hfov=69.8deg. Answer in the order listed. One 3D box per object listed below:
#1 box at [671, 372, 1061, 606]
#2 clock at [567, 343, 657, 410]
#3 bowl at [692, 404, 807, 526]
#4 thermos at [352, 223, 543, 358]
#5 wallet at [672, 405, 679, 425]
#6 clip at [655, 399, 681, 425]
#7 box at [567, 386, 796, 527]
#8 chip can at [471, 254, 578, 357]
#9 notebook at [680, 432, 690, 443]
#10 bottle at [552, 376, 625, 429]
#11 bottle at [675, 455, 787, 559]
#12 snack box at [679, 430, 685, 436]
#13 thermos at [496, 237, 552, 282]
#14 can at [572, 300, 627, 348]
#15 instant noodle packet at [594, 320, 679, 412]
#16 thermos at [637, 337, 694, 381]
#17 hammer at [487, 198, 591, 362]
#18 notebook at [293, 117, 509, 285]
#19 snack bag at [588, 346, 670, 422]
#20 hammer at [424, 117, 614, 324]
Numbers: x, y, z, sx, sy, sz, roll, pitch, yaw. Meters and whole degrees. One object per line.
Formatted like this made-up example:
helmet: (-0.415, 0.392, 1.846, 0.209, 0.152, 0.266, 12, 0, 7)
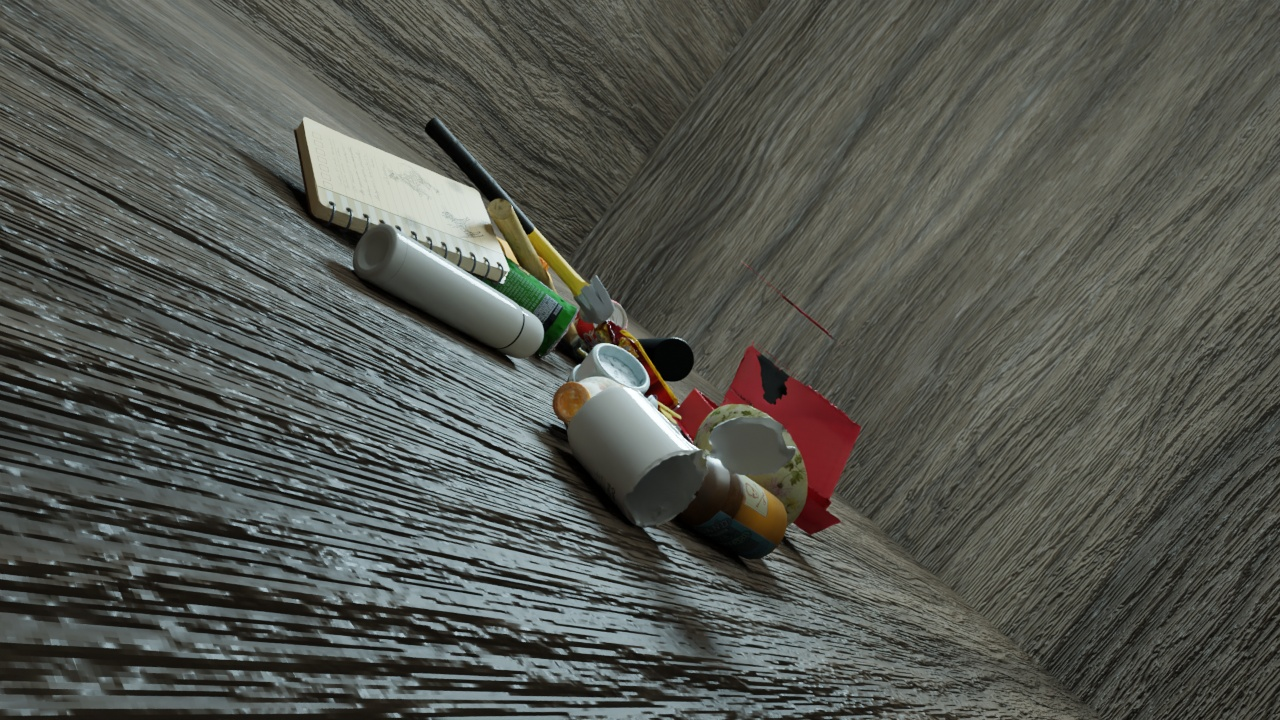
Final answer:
box: (0.229, 0.121, 1.054, 0.215, 0.141, 0.512, 37, -12, -20)
clock: (-0.027, 0.036, 1.005, 0.083, 0.057, 0.117, 4, 43, -48)
bowl: (0.098, 0.124, 0.958, 0.145, 0.145, 0.063, 40, 42, 21)
thermos: (-0.172, -0.058, 0.874, 0.052, 0.052, 0.224, 42, 5, 36)
wallet: (0.013, 0.059, 1.397, 0.116, 0.032, 0.086, 34, -5, -25)
clip: (0.026, 0.073, 1.118, 0.054, 0.044, 0.049, 36, 39, -26)
box: (0.029, 0.065, 0.727, 0.137, 0.143, 0.083, 46, -19, 43)
chip can: (-0.182, -0.097, 1.081, 0.223, 0.075, 0.075, 37, 5, -12)
notebook: (-0.002, 0.073, 1.144, 0.169, 0.022, 0.210, 38, 4, 2)
bottle: (-0.041, 0.045, 0.825, 0.063, 0.063, 0.109, 40, 3, 22)
bottle: (0.066, 0.126, 0.843, 0.157, 0.068, 0.068, 35, 6, -37)
snack box: (0.102, 0.134, 1.340, 0.082, 0.027, 0.150, 40, 5, 15)
thermos: (-0.177, -0.124, 1.279, 0.076, 0.091, 0.232, 60, 8, 9)
can: (-0.061, -0.051, 1.316, 0.064, 0.064, 0.105, 38, -18, -13)
instant noodle packet: (-0.007, 0.007, 1.220, 0.135, 0.039, 0.098, 56, -13, -29)
thermos: (0.013, -0.002, 1.364, 0.061, 0.061, 0.231, 38, -9, -13)
hammer: (-0.126, -0.094, 1.175, 0.132, 0.033, 0.331, 41, -13, 29)
notebook: (-0.249, -0.166, 0.978, 0.225, 0.024, 0.167, 18, 34, -41)
snack bag: (-0.018, 0.040, 1.318, 0.158, 0.013, 0.057, 40, -22, 10)
hammer: (-0.147, -0.169, 1.134, 0.323, 0.029, 0.127, 48, -11, -13)
